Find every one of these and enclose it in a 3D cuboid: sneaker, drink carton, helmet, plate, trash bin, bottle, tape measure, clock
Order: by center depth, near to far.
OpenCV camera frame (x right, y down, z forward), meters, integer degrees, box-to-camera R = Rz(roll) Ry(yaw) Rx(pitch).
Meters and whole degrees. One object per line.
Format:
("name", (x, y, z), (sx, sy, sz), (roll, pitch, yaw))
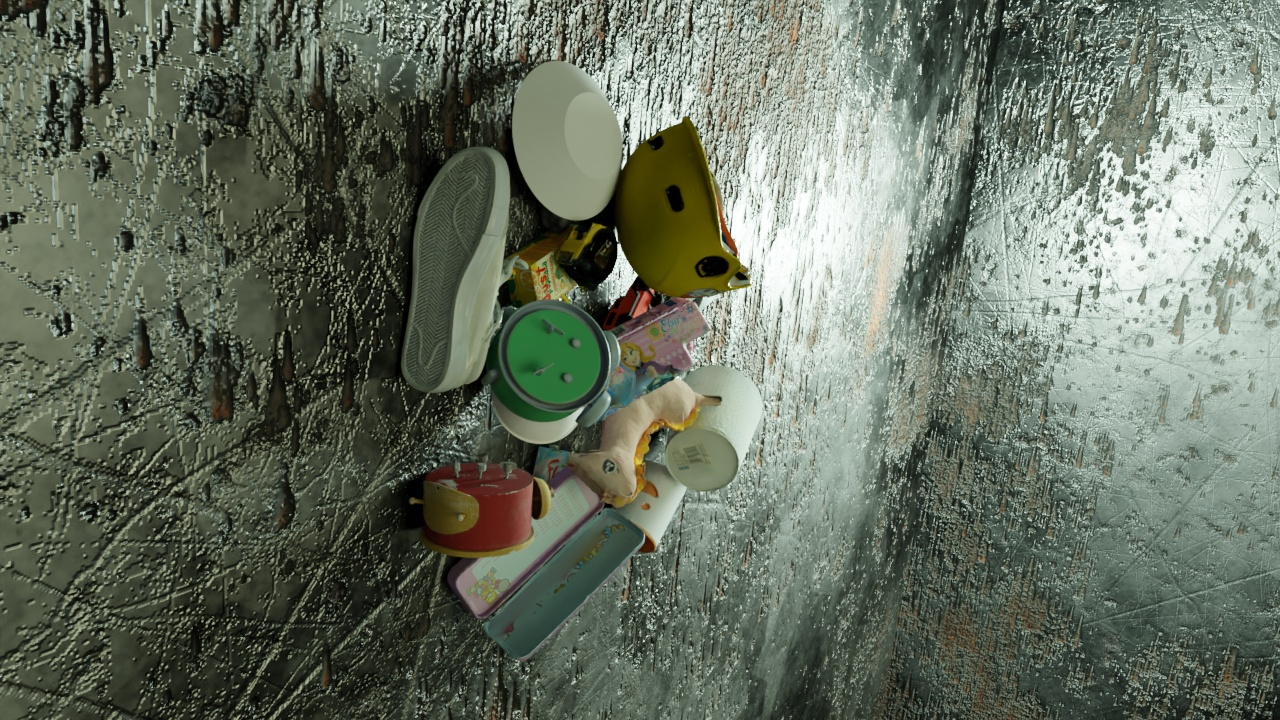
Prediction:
("sneaker", (-0.167, -0.087, 0.902), (0.090, 0.089, 0.242), (-8, 115, -63))
("clock", (-0.159, 0.142, 0.969), (0.158, 0.117, 0.081), (-11, 108, -54))
("clock", (-0.079, 0.007, 0.975), (0.161, 0.076, 0.121), (20, 67, -18))
("plate", (-0.064, -0.243, 1.009), (0.173, 0.036, 0.174), (1, 89, -50))
("tape measure", (-0.056, -0.119, 1.028), (0.071, 0.042, 0.072), (50, 56, -50))
("drink carton", (-0.102, -0.107, 1.039), (0.122, 0.041, 0.058), (-42, 135, -44))
("bottle", (-0.074, -0.189, 1.058), (0.109, 0.036, 0.036), (-52, 142, -36))
("helmet", (0.035, -0.174, 1.116), (0.240, 0.140, 0.209), (52, 21, -64))
("drink carton", (-0.115, 0.168, 1.123), (0.044, 0.039, 0.129), (14, 90, -40))
("trash bin", (0.101, 0.101, 1.326), (0.161, 0.133, 0.133), (-64, 154, -60))

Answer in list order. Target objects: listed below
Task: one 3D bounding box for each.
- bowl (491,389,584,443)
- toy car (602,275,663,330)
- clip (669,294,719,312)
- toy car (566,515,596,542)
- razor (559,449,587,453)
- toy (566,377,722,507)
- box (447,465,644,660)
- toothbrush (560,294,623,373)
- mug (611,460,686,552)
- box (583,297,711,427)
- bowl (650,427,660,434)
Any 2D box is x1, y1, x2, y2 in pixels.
("bowl", (-0.107, 0.035, 1.022), (0.109, 0.041, 0.109), (6, 74, -22))
("toy car", (-0.011, -0.064, 1.200), (0.100, 0.049, 0.051), (-66, 147, -18))
("clip", (0.073, -0.075, 1.361), (0.162, 0.027, 0.090), (-58, 146, -28))
("toy car", (-0.092, 0.204, 1.194), (0.060, 0.028, 0.108), (-51, 124, -37))
("razor", (-0.089, 0.167, 1.162), (0.042, 0.026, 0.106), (9, 84, -50))
("toy", (0.013, 0.092, 1.160), (0.263, 0.196, 0.065), (-82, -165, -53))
("box", (-0.108, 0.233, 1.074), (0.213, 0.140, 0.062), (-41, 177, -26))
("toothbrush", (-0.066, -0.036, 1.077), (0.016, 0.021, 0.135), (-40, 92, -31))
("mug", (0.007, 0.208, 1.307), (0.105, 0.082, 0.082), (-58, 145, -31))
("box", (-0.006, 0.007, 1.130), (0.229, 0.091, 0.085), (-28, 135, -29))
("bowl", (0.019, 0.058, 1.304), (0.114, 0.045, 0.114), (-30, 126, -52))
